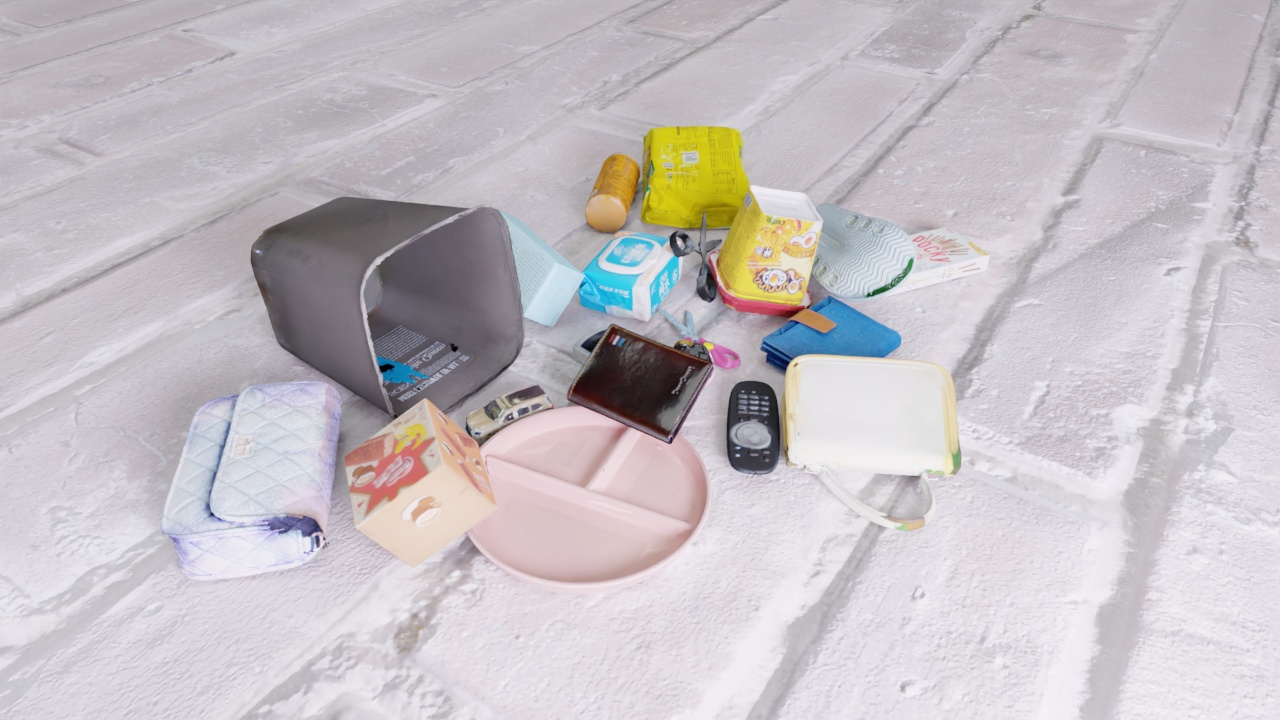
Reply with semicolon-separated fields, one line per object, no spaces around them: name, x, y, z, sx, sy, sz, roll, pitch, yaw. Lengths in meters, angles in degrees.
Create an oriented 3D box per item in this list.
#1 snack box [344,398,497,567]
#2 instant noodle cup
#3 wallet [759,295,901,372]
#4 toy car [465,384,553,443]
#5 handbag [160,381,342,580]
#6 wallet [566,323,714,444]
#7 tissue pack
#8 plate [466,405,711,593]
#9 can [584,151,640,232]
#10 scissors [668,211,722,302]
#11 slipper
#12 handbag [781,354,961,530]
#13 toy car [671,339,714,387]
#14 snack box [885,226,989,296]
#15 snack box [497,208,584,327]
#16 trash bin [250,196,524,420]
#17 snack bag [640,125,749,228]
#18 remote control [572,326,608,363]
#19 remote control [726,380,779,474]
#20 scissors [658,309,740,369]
snack box;-0.192;0.105;0.796;0.093;0.077;0.094;-35;41;4
instant noodle cup;0.153;-0.131;1.081;0.116;0.124;0.116;6;35;-14
wallet;0.212;-0.019;1.022;0.106;0.040;0.132;34;47;31
toy car;-0.134;0.054;0.928;0.090;0.035;0.042;-22;41;-23
handbag;-0.346;0.102;0.833;0.134;0.076;0.193;-7;38;-9
wallet;0.000;0.021;0.912;0.122;0.020;0.096;22;68;24
tissue pack;-0.010;-0.107;1.116;0.090;0.063;0.139;14;39;20
plate;-0.050;0.123;0.842;0.229;0.028;0.229;1;37;-1
can;-0.037;-0.239;1.293;0.058;0.058;0.145;5;37;7
scissors;0.076;-0.137;1.154;0.014;0.159;0.173;-25;62;24
slipper;0.256;-0.126;1.120;0.104;0.074;0.245;-48;25;8
handbag;0.218;0.083;0.880;0.163;0.063;0.178;3;52;5
toy car;0.016;0.015;0.943;0.122;0.037;0.056;-11;56;9
snack box;0.354;-0.128;1.172;0.156;0.027;0.084;-15;40;-17
snack box;-0.145;-0.116;1.109;0.051;0.074;0.175;21;16;-46
trash bin;-0.272;-0.067;0.974;0.220;0.199;0.198;17;38;32
snack bag;0.079;-0.271;1.328;0.158;0.068;0.246;0;38;0
remote control;-0.006;0.006;1.001;0.150;0.021;0.058;29;46;32
remote control;0.112;0.070;0.914;0.053;0.024;0.136;5;39;4
scissors;0.051;-0.025;1.039;0.105;0.017;0.136;-10;37;-35
